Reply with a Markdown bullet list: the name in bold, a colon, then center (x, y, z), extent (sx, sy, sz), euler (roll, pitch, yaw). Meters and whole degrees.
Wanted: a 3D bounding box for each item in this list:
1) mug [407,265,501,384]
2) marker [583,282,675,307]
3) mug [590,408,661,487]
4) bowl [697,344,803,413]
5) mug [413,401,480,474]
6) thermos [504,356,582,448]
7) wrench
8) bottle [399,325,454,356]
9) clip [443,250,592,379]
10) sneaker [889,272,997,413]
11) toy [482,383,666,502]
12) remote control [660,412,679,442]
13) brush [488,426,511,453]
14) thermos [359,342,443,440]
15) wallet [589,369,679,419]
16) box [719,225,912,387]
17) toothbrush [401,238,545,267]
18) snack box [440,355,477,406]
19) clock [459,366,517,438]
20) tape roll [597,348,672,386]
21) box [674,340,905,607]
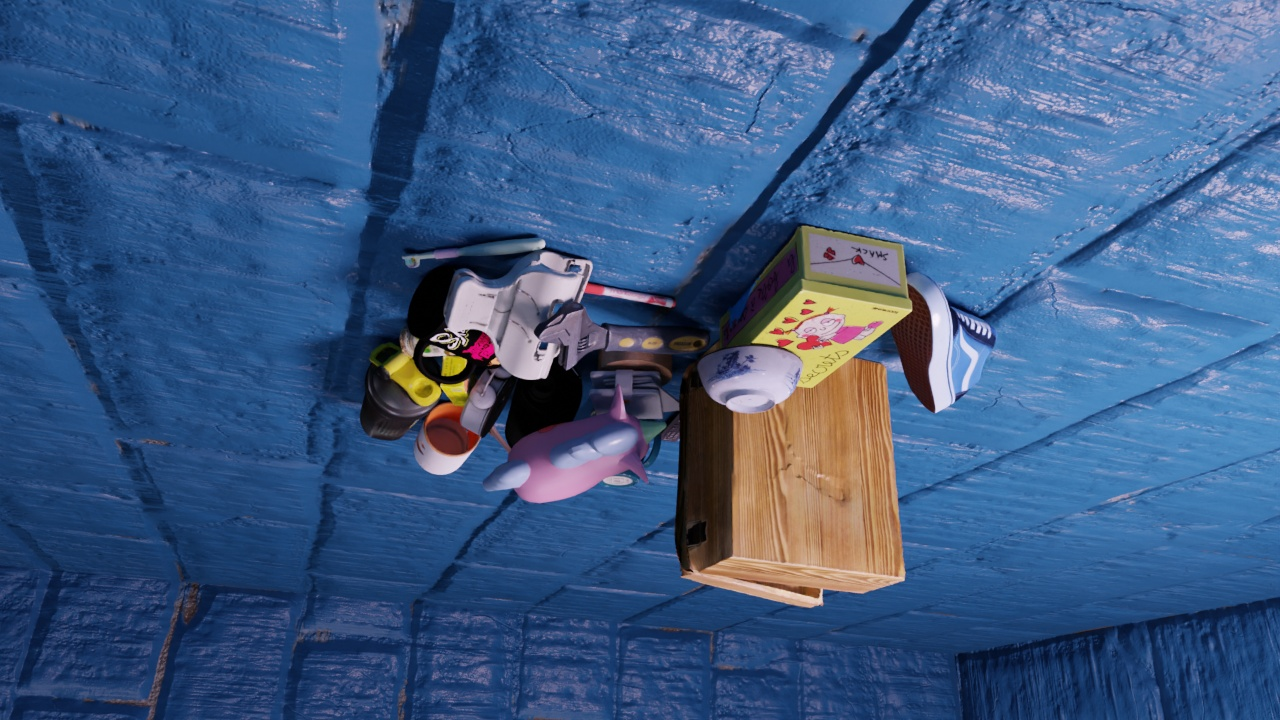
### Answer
- **mug**: center (-0.196, -0.029, 0.991), extent (0.098, 0.118, 0.082), euler (27, -175, -43)
- **marker**: center (-0.029, -0.074, 0.999), extent (0.142, 0.012, 0.013), euler (9, 154, -15)
- **mug**: center (-0.020, 0.122, 1.310), extent (0.112, 0.104, 0.084), euler (-14, 151, 33)
- **bowl**: center (0.118, 0.027, 0.990), extent (0.114, 0.045, 0.114), euler (2, 156, 1)
- **mug**: center (-0.285, 0.116, 1.344), extent (0.082, 0.082, 0.106), euler (11, 154, -19)
- **thermos**: center (-0.127, 0.060, 1.207), extent (0.086, 0.086, 0.199), euler (7, 155, -11)
- **wrench**: center (-0.013, -0.025, 0.993), extent (0.272, 0.022, 0.073), euler (0, 123, -48)
- **bottle**: center (-0.227, -0.026, 1.084), extent (0.111, 0.043, 0.043), euler (-2, 155, 12)
- **clip**: center (-0.118, -0.045, 0.920), extent (0.151, 0.101, 0.127), euler (-1, 123, -41)
- **sneaker**: center (0.336, -0.036, 1.006), extent (0.098, 0.083, 0.241), euler (-35, 143, -1)
- **toy**: center (-0.084, 0.117, 1.118), extent (0.222, 0.120, 0.171), euler (-15, 170, -12)
- **remote control**: center (0.059, 0.087, 1.333), extent (0.032, 0.015, 0.137), euler (9, 152, -15)
- **brush**: center (-0.206, 0.103, 1.277), extent (0.015, 0.135, 0.050), euler (-36, 162, -19)
- **thermos**: center (-0.320, 0.048, 1.201), extent (0.098, 0.098, 0.221), euler (11, 159, -19)
- **wallet**: center (-0.001, 0.046, 1.156), extent (0.115, 0.037, 0.118), euler (0, 158, 4)
- **box**: center (0.174, -0.046, 0.967), extent (0.124, 0.079, 0.222), euler (9, 153, -16)
- **toothbrush**: center (-0.169, -0.110, 0.928), extent (0.155, 0.015, 0.022), euler (-5, 156, 16)
- **snack box**: center (-0.229, 0.028, 1.164), extent (0.029, 0.040, 0.148), euler (4, 168, -4)
- **clock**: center (-0.193, 0.044, 1.172), extent (0.035, 0.094, 0.123), euler (27, 146, 2)
- **tape roll**: center (-0.007, 0.007, 1.151), extent (0.094, 0.027, 0.094), euler (2, 155, 1)
- **box**: center (0.160, 0.140, 1.131), extent (0.251, 0.278, 0.193), euler (12, 154, -20)
